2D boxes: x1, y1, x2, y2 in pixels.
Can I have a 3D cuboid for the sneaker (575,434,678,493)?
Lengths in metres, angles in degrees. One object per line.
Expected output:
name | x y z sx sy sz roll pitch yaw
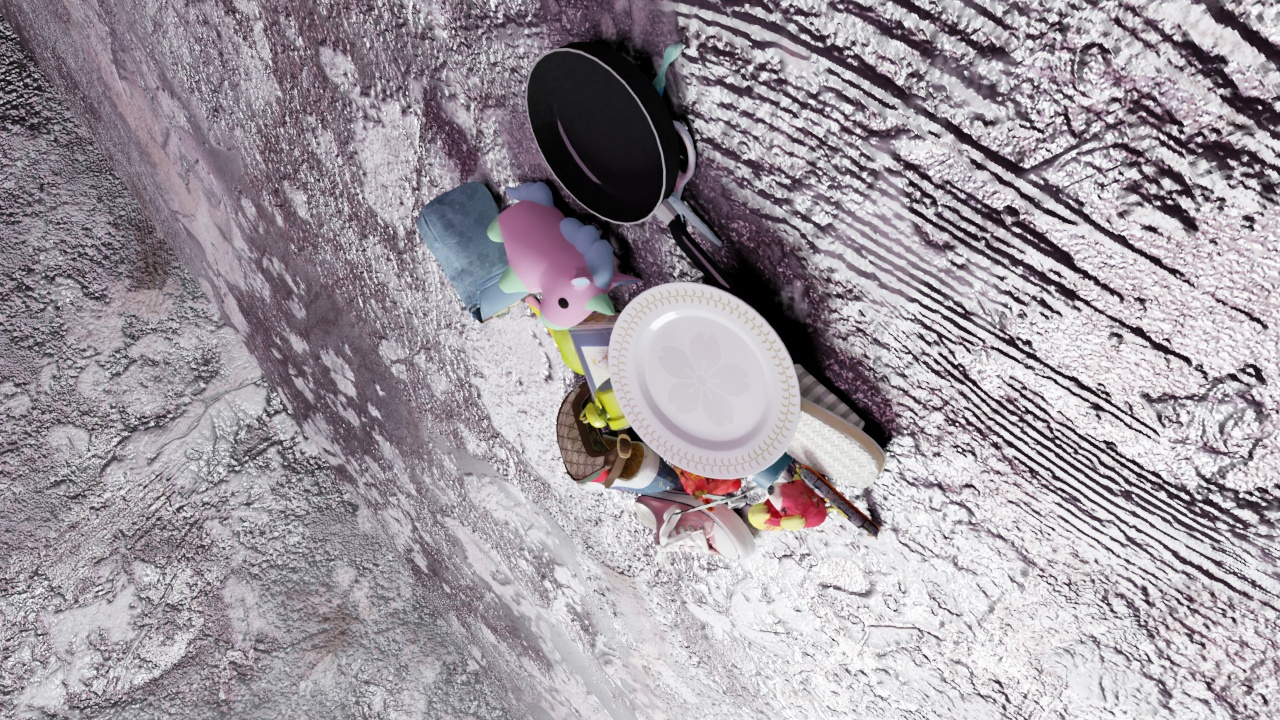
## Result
sneaker | -0.022 0.166 1.412 0.079 0.087 0.236 26 162 -25

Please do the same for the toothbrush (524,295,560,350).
toothbrush | -0.138 -0.052 1.386 0.135 0.016 0.021 56 151 -2

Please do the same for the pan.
pan | 0.010 -0.190 0.994 0.355 0.044 0.205 48 150 2

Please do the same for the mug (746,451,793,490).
mug | 0.127 0.100 1.134 0.121 0.078 0.078 40 147 12

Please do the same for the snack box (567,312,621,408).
snack box | -0.007 0.007 1.203 0.145 0.042 0.145 0 122 30

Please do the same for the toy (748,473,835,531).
toy | 0.189 0.183 1.125 0.137 0.105 0.067 97 170 -67

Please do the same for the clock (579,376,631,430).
clock | -0.024 0.050 1.155 0.119 0.083 0.057 -25 104 23

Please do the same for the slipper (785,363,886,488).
slipper | 0.161 0.049 1.052 0.273 0.053 0.115 32 147 23

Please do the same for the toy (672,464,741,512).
toy | 0.080 0.163 1.237 0.088 0.093 0.133 37 147 25

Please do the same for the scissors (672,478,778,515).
scissors | 0.116 0.183 1.208 0.175 0.142 0.014 48 -158 -68

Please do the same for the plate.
plate | 0.070 0.024 1.040 0.243 0.016 0.243 15 121 27

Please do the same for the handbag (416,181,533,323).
handbag | -0.237 -0.151 1.319 0.192 0.121 0.119 57 159 -7

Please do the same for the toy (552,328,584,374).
toy | -0.076 -0.017 1.311 0.118 0.043 0.092 12 128 44

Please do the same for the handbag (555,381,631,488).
handbag | -0.064 0.105 1.352 0.139 0.063 0.166 -57 39 35

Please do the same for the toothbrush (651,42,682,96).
toothbrush | 0.016 -0.282 0.952 0.022 0.017 0.135 49 151 6

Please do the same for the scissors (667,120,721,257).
scissors | 0.035 -0.195 1.012 0.170 0.014 0.169 47 149 10

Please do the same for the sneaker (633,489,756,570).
sneaker | 0.063 0.250 1.353 0.241 0.087 0.118 9 128 50

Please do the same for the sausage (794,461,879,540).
sausage | 0.231 0.165 1.068 0.155 0.020 0.020 40 154 -21

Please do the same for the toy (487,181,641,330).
toy | -0.109 -0.142 1.173 0.172 0.119 0.222 -22 79 38
